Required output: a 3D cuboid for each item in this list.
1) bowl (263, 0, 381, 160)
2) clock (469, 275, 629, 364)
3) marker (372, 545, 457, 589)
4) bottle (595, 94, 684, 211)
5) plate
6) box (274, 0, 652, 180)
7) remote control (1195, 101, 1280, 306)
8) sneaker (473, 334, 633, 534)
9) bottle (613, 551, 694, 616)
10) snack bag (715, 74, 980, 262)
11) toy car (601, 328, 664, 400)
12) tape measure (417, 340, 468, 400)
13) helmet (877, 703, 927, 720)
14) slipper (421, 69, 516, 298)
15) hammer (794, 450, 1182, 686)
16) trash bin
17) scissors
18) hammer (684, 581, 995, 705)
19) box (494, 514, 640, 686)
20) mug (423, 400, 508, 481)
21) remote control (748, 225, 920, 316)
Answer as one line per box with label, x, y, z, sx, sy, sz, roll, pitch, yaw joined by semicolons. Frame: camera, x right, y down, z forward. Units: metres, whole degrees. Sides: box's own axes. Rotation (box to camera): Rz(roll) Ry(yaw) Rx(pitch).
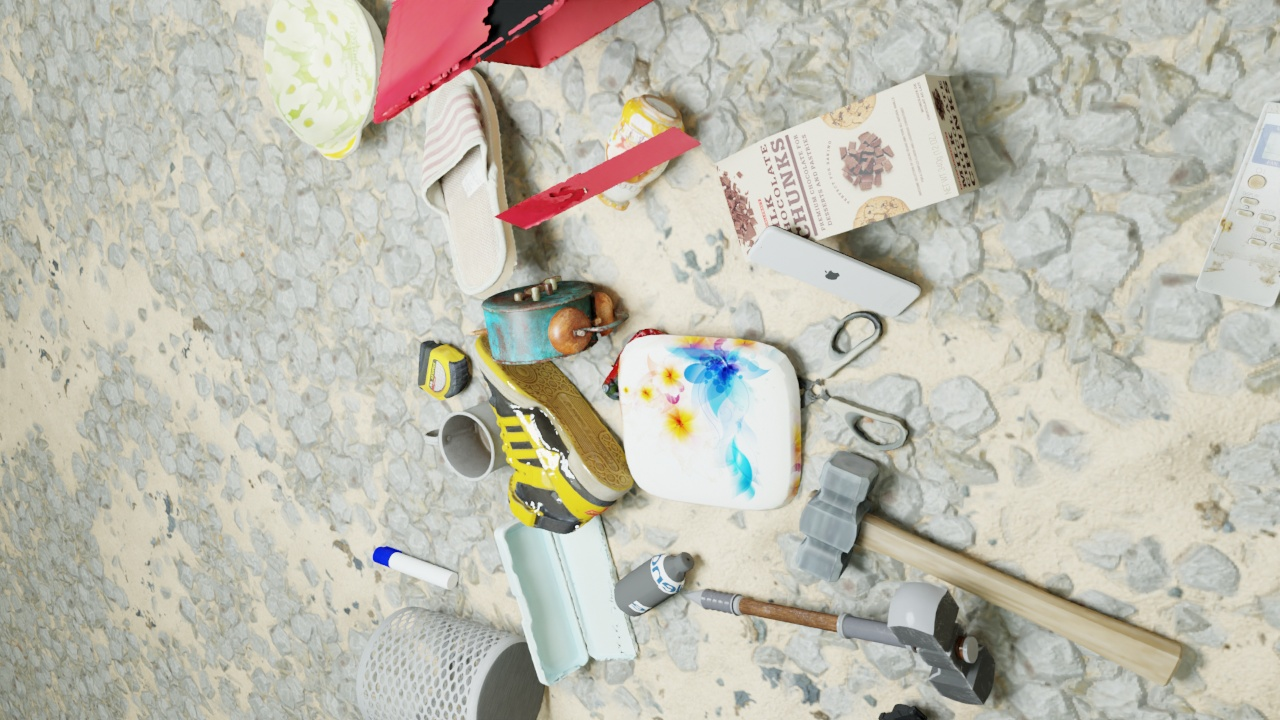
bowl;-0.356;-0.346;1.071;0.189;0.060;0.219;-9;99;34
clock;-0.089;-0.046;0.946;0.158;0.121;0.073;1;108;28
marker;-0.303;0.278;1.237;0.133;0.027;0.023;11;109;28
bottle;-0.004;-0.197;0.880;0.063;0.063;0.109;41;123;17
plate;0.064;0.067;0.909;0.187;0.016;0.187;4;114;21
box;-0.122;-0.294;0.746;0.212;0.376;0.124;-18;110;35
remote control;0.442;-0.109;0.644;0.050;0.011;0.136;20;114;27
sneaker;-0.120;0.087;1.018;0.238;0.085;0.122;48;120;16
bottle;0.016;0.241;1.003;0.113;0.046;0.047;-41;80;34
snack bag;0.164;-0.156;0.778;0.207;0.069;0.094;-15;95;36
toy car;-0.006;0.006;0.952;0.091;0.042;0.036;-56;42;25
tape measure;-0.237;0.013;1.109;0.064;0.037;0.066;19;115;28
helmet;0.179;0.431;0.810;0.251;0.255;0.233;-32;82;37
slipper;-0.186;-0.193;0.962;0.115;0.052;0.262;-27;68;37
hammer;0.295;0.192;0.808;0.323;0.051;0.117;22;117;24
trash bin;-0.232;0.403;1.149;0.184;0.156;0.156;2;104;30
scissors;0.178;0.022;0.854;0.170;0.012;0.158;30;117;24
hammer;0.167;0.252;0.894;0.323;0.043;0.156;-2;137;44
box;-0.085;0.269;1.064;0.122;0.078;0.197;-14;97;16
mug;-0.196;0.090;1.084;0.113;0.070;0.084;8;108;31
remote control;0.165;-0.075;0.782;0.146;0.008;0.045;21;146;-10
